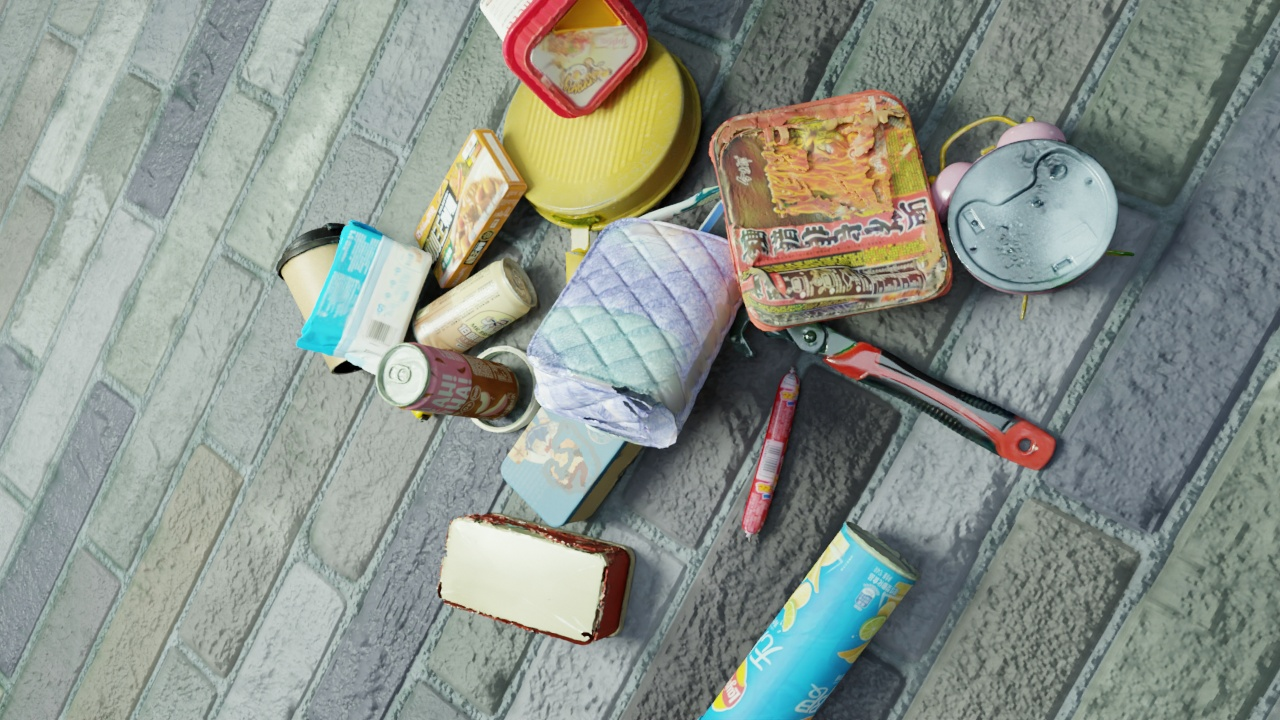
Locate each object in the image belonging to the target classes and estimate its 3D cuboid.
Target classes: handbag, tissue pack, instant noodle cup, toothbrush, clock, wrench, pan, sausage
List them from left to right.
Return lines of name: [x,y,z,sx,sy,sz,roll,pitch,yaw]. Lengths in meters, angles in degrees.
tissue pack: [-0.269,-0.062,0.901,0.063,0.090,0.139,-20,51,63]
instant noodle cup: [-0.076,-0.303,0.829,0.116,0.116,0.124,-46,51,7]
pan: [-0.050,-0.141,0.873,0.198,0.078,0.357,7,79,27]
handbag: [0.002,-0.028,0.749,0.134,0.076,0.193,15,51,18]
toothbrush: [0.053,-0.147,0.817,0.191,0.016,0.018,-24,62,1]
sausage: [0.113,0.079,0.783,0.020,0.020,0.156,14,88,25]
instant noodle cup: [0.148,-0.117,0.744,0.164,0.079,0.188,-10,75,1]
wrench: [0.198,0.015,0.744,0.273,0.016,0.056,25,98,19]
clock: [0.292,-0.121,0.711,0.117,0.059,0.158,-33,73,17]

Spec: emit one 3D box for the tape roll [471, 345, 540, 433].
tape roll: [-0.136,0.028,0.903,0.086,0.014,0.085,-4,81,24]

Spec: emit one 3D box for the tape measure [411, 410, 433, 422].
tape measure: [-0.220,0.023,0.933,0.060,0.029,0.057,44,101,23]

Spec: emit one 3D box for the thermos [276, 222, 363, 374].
thermos: [-0.317,-0.062,0.960,0.093,0.093,0.143,-27,80,18]

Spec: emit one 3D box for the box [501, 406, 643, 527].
box: [-0.041,0.059,0.824,0.090,0.059,0.184,39,106,21]

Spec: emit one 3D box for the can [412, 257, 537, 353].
can: [-0.164,-0.049,0.902,0.116,0.058,0.058,-30,72,18]

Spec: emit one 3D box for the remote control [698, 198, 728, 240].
remote control: [0.103,-0.091,0.809,0.125,0.024,0.049,40,99,22]

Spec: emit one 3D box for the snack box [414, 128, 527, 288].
snack box: [-0.171,-0.147,0.904,0.154,0.026,0.075,-47,66,39]

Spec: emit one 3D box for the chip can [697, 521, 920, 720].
chip can: [0.130,0.231,0.724,0.071,0.071,0.210,38,98,24]

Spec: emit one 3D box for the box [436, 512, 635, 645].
box: [-0.099,0.193,0.829,0.168,0.076,0.091,9,87,24]

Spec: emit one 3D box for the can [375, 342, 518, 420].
can: [-0.170,0.021,0.829,0.058,0.147,0.058,-4,81,23]
